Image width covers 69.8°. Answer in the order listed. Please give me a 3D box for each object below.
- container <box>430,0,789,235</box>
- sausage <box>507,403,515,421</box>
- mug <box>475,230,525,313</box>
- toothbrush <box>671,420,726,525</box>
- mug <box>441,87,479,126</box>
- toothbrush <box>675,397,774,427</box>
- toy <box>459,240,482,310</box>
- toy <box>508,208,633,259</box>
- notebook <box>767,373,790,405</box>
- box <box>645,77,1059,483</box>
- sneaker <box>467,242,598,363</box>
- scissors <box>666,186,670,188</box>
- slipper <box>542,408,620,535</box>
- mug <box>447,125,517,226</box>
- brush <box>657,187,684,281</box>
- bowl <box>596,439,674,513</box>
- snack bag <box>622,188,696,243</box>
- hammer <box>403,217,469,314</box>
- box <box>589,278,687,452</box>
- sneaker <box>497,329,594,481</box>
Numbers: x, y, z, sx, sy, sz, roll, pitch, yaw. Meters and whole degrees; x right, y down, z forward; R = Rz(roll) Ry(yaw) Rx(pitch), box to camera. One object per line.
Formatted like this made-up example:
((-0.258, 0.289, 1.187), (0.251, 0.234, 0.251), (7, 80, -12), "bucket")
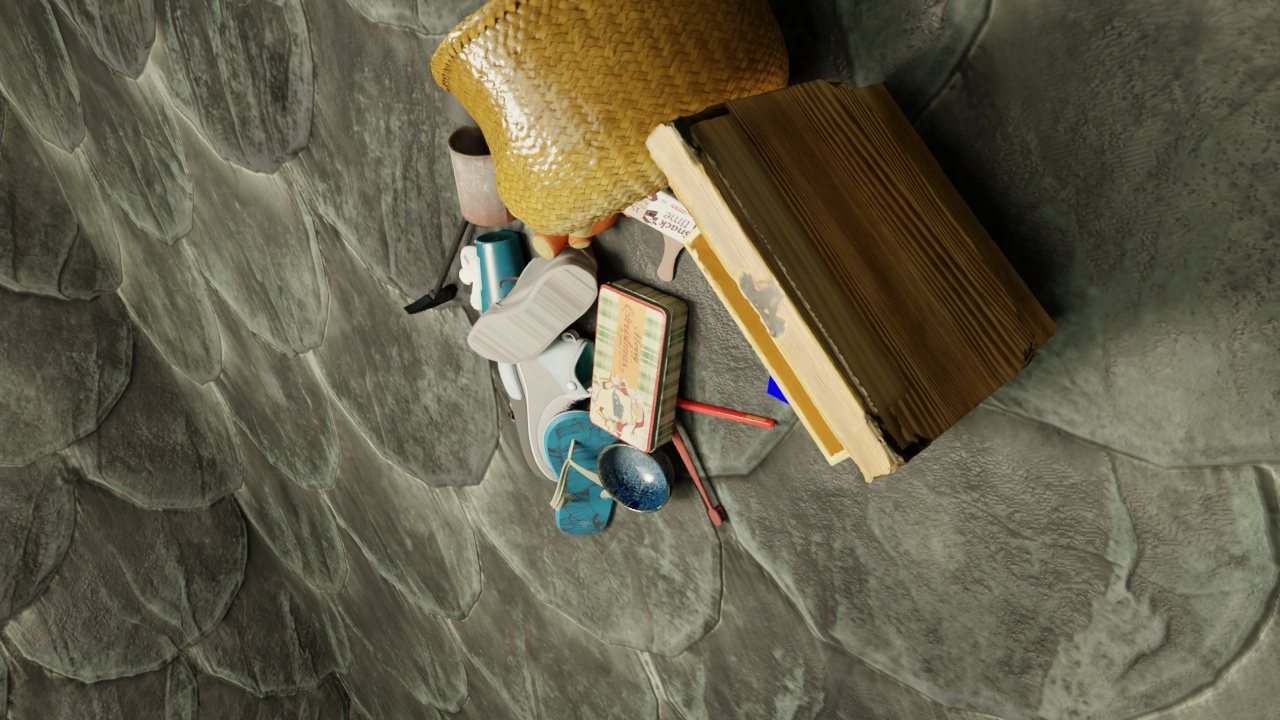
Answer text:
((-0.017, -0.255, 0.833), (0.308, 0.306, 0.196), (-16, 112, 50), "container")
((-0.190, 0.046, 1.434), (0.020, 0.020, 0.156), (41, 139, 18), "sausage")
((-0.193, -0.116, 1.284), (0.078, 0.078, 0.121), (15, 122, 39), "mug")
((0.070, 0.139, 1.227), (0.016, 0.016, 0.190), (-10, 112, 49), "toothbrush")
((-0.194, -0.335, 1.118), (0.113, 0.078, 0.088), (48, 143, 32), "mug")
((0.081, 0.057, 1.169), (0.213, 0.012, 0.018), (11, 124, 41), "toothbrush")
((-0.236, -0.133, 1.343), (0.079, 0.037, 0.123), (50, 139, 19), "toy")
((-0.074, -0.195, 1.091), (0.176, 0.096, 0.112), (-28, 105, 25), "toy")
((0.221, -0.012, 0.972), (0.172, 0.022, 0.209), (30, 134, 31), "notebook")
((0.141, -0.051, 0.759), (0.287, 0.335, 0.279), (-41, 77, 46), "box")
((-0.137, -0.082, 1.221), (0.237, 0.089, 0.099), (-31, 119, 35), "sneaker")
((0.051, -0.201, 1.019), (0.142, 0.015, 0.076), (13, 124, 47), "scissors")
((-0.079, 0.182, 1.343), (0.296, 0.118, 0.060), (94, 166, -45), "slipper")
((-0.181, -0.232, 1.170), (0.123, 0.096, 0.110), (29, 146, 29), "mug")
((0.042, -0.143, 1.068), (0.050, 0.015, 0.136), (29, 142, 11), "brush")
((0.002, 0.149, 1.272), (0.114, 0.060, 0.114), (16, 125, 24), "bowl")
((0.030, -0.162, 1.021), (0.158, 0.013, 0.057), (28, 138, -5), "snack bag")
((-0.262, -0.183, 1.313), (0.015, 0.094, 0.326), (46, 134, 12), "hammer")
((-0.007, 0.007, 1.170), (0.118, 0.050, 0.206), (25, 121, 31), "box")
((-0.102, 0.071, 1.319), (0.161, 0.092, 0.257), (5, 121, 34), "sneaker")
